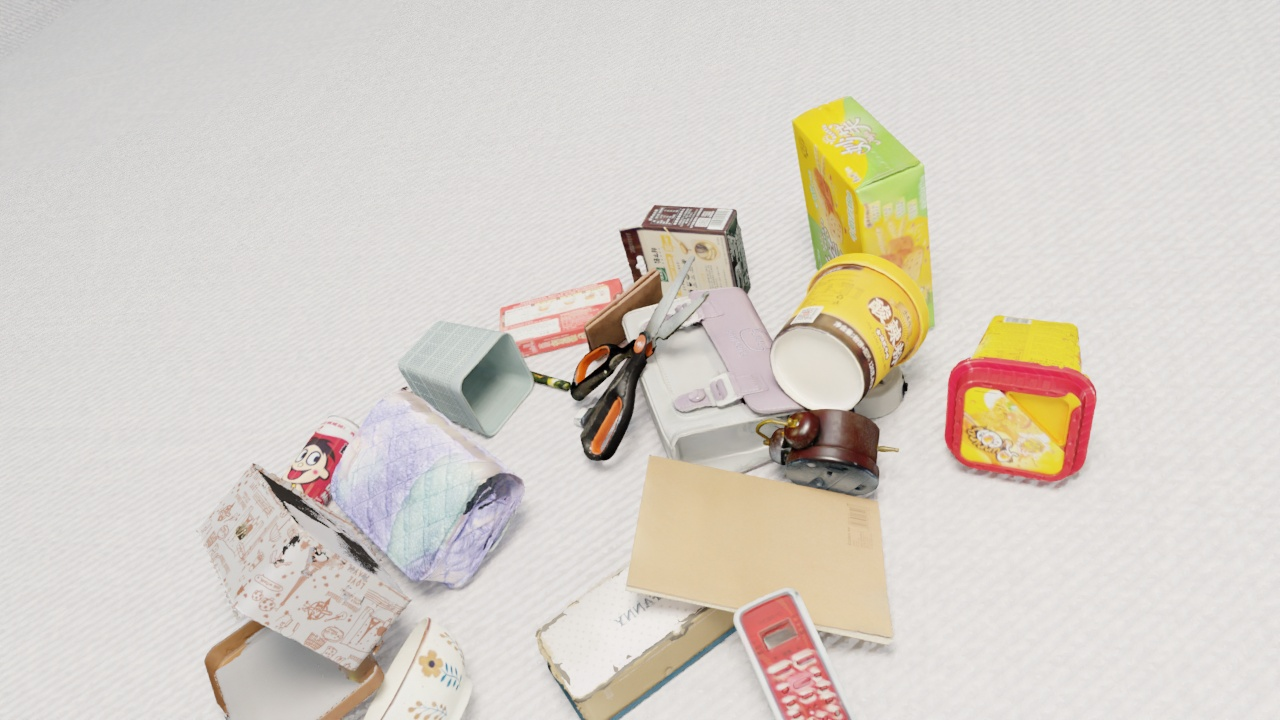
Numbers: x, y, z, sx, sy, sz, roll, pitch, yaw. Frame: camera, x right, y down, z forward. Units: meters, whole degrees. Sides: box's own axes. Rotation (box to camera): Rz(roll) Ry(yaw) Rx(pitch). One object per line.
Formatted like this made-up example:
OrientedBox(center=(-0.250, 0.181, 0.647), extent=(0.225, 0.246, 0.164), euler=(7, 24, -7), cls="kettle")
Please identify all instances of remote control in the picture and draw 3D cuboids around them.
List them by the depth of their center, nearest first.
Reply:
OrientedBox(center=(0.119, 0.241, 0.683), extent=(0.056, 0.020, 0.136), euler=(-22, 76, -7), cls="remote control")

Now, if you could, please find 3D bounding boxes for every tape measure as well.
OrientedBox(center=(0.226, 0.023, 0.904), extent=(0.066, 0.034, 0.066), euler=(-21, 43, 0), cls="tape measure")

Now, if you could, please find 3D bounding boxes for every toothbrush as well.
OrientedBox(center=(-0.019, 0.007, 1.016), extent=(0.018, 0.016, 0.180), euler=(11, 51, 39), cls="toothbrush")
OrientedBox(center=(-0.156, 0.006, 1.063), extent=(0.186, 0.017, 0.012), euler=(15, 16, 30), cls="toothbrush")

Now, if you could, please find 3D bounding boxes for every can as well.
OrientedBox(center=(-0.350, 0.123, 0.983), extent=(0.053, 0.053, 0.132), euler=(6, 49, 24), cls="can")

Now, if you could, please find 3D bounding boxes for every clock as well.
OrientedBox(center=(0.161, 0.079, 0.818), extent=(0.122, 0.082, 0.055), euler=(17, 65, -5), cls="clock")

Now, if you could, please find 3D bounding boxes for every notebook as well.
OrientedBox(center=(0.102, 0.151, 0.768), extent=(0.211, 0.012, 0.149), euler=(11, 39, 1), cls="notebook")

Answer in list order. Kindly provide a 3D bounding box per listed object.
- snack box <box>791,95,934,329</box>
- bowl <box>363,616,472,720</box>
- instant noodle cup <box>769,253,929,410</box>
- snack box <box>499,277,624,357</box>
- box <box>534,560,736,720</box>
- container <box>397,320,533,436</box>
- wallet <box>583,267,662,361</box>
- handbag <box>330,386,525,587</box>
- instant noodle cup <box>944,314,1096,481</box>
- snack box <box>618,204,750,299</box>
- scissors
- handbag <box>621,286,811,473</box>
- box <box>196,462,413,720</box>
OrientedBox(center=(0.228, -0.139, 0.937), extent=(0.070, 0.210, 0.157), euler=(-21, 42, -2), cls="snack box")
OrientedBox(center=(-0.178, 0.276, 0.752), extent=(0.062, 0.114, 0.113), euler=(33, 51, -11), cls="bowl")
OrientedBox(center=(0.185, -0.020, 0.837), extent=(0.118, 0.119, 0.114), euler=(18, 43, 32), cls="instant noodle cup")
OrientedBox(center=(-0.092, -0.049, 1.090), extent=(0.153, 0.025, 0.075), euler=(-14, 43, 5), cls="snack box")
OrientedBox(center=(-0.003, 0.224, 0.764), extent=(0.184, 0.060, 0.090), euler=(-33, 45, -11), cls="box")
OrientedBox(center=(-0.197, 0.016, 1.017), extent=(0.112, 0.090, 0.089), euler=(14, 52, 33), cls="container")
OrientedBox(center=(-0.017, -0.049, 0.999), extent=(0.101, 0.115, 0.020), euler=(-39, 76, -9), cls="wallet")
OrientedBox(center=(-0.212, 0.124, 0.903), extent=(0.194, 0.075, 0.134), euler=(31, 91, 38), cls="handbag")
OrientedBox(center=(0.339, 0.026, 0.814), extent=(0.116, 0.116, 0.123), euler=(8, 38, 25), cls="instant noodle cup")
OrientedBox(center=(0.053, -0.116, 1.044), extent=(0.126, 0.113, 0.053), euler=(9, 49, 26), cls="snack box")
OrientedBox(center=(-0.013, -0.006, 0.911), extent=(0.211, 0.021, 0.222), euler=(21, 93, 59), cls="scissors")
OrientedBox(center=(0.074, 0.017, 0.922), extent=(0.145, 0.098, 0.196), euler=(-16, 44, -5), cls="handbag")
OrientedBox(center=(-0.323, 0.226, 0.796), extent=(0.193, 0.156, 0.183), euler=(-51, 36, -11), cls="box")
